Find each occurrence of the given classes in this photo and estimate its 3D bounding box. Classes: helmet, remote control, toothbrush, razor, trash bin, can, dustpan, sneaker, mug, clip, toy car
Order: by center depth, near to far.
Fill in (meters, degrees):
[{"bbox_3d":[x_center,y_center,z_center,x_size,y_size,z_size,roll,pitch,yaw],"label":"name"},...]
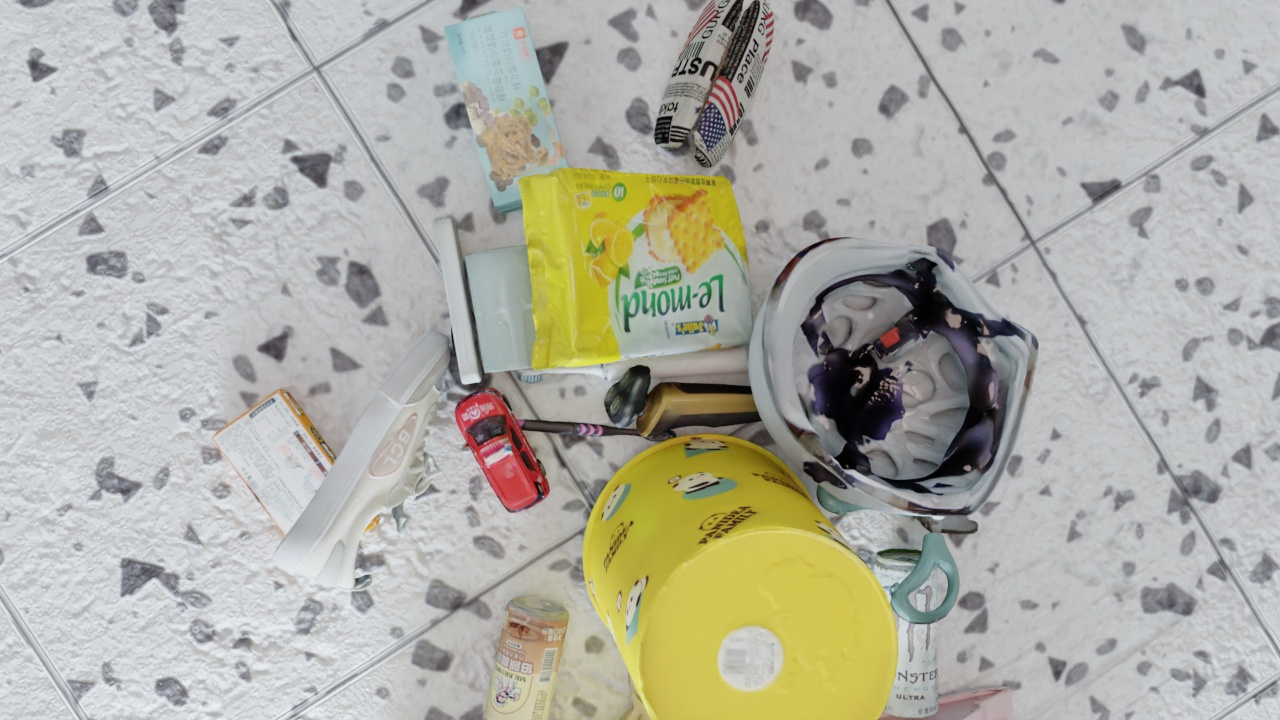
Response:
[{"bbox_3d":[0.074,0.192,0.745,0.229,0.255,0.229,-1,95,-6],"label":"trash bin"},{"bbox_3d":[-0.217,0.088,0.807,0.090,0.090,0.241,32,74,-13],"label":"sneaker"},{"bbox_3d":[0.200,0.019,0.811,0.258,0.146,0.228,27,73,-7],"label":"helmet"},{"bbox_3d":[-0.115,-0.044,0.815,0.083,0.124,0.103,-10,92,-34],"label":"mug"},{"bbox_3d":[-0.167,-0.053,0.836,0.021,0.058,0.150,-9,90,-6],"label":"remote control"},{"bbox_3d":[-0.104,0.280,0.841,0.058,0.058,0.116,12,90,-4],"label":"can"},{"bbox_3d":[-0.127,0.083,0.842,0.053,0.045,0.120,-28,93,3],"label":"toy car"},{"bbox_3d":[0.052,0.037,0.849,0.167,0.062,0.068,0,108,-13],"label":"razor"},{"bbox_3d":[0.003,0.336,0.861,0.066,0.034,0.099,24,87,-2],"label":"clip"},{"bbox_3d":[-0.005,0.005,0.862,0.221,0.026,0.026,-3,125,-4],"label":"toothbrush"},{"bbox_3d":[0.250,0.255,0.863,0.058,0.058,0.146,0,91,-4],"label":"can"},{"bbox_3d":[-0.060,0.065,0.865,0.189,0.018,0.014,4,92,-2],"label":"toothbrush"},{"bbox_3d":[0.235,0.439,0.889,0.272,0.139,0.222,-5,89,-32],"label":"dustpan"}]

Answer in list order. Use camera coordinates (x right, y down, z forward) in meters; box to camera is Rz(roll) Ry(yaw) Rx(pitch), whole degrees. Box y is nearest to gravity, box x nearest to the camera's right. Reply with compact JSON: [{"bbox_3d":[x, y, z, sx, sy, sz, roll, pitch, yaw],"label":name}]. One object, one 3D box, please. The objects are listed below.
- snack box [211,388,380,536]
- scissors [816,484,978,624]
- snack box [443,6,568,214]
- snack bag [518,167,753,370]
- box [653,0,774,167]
[{"bbox_3d":[-0.315,0.109,0.844,0.075,0.026,0.153,-36,92,-3],"label":"snack box"},{"bbox_3d":[0.242,0.166,0.830,0.170,0.019,0.181,12,47,-16],"label":"scissors"},{"bbox_3d":[-0.119,-0.227,0.842,0.074,0.051,0.175,-16,92,-3],"label":"snack box"},{"bbox_3d":[0.000,-0.081,0.794,0.245,0.068,0.158,-7,91,-42],"label":"snack bag"},{"bbox_3d":[0.079,-0.259,0.854,0.087,0.076,0.163,26,85,-24],"label":"box"}]
